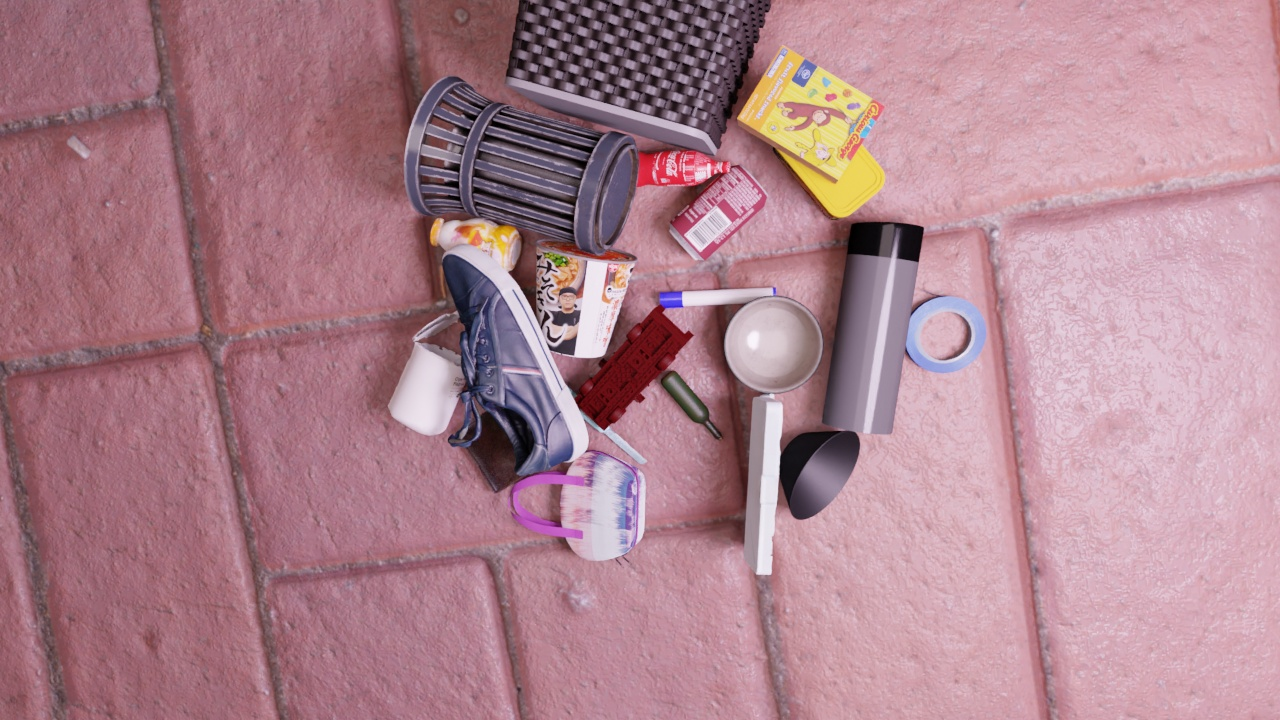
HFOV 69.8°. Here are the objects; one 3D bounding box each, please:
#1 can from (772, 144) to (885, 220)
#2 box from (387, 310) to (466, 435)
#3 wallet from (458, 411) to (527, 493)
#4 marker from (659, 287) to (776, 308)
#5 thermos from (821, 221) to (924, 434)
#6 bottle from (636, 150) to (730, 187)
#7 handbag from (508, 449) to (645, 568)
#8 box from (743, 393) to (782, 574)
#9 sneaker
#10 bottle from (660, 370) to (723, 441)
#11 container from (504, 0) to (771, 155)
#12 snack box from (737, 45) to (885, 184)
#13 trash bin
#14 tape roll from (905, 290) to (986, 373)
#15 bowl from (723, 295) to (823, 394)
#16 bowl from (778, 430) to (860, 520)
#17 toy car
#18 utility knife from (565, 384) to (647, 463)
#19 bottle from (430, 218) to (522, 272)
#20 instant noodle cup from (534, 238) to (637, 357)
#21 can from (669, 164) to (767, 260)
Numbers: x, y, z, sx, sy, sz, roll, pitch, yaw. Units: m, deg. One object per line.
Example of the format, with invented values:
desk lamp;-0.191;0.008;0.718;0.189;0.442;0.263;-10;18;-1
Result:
can;0.212;-0.228;1.056;0.072;0.101;0.131;-39;89;9
box;-0.259;0.008;1.152;0.092;0.081;0.161;28;96;17
wallet;-0.163;0.100;1.172;0.120;0.031;0.099;-34;87;11
marker;0.095;-0.077;1.126;0.141;0.020;0.020;-2;94;8
thermos;0.271;-0.039;1.073;0.082;0.082;0.240;8;96;7
bottle;0.038;-0.229;1.094;0.142;0.041;0.042;4;95;26
handbag;-0.083;0.183;1.154;0.170;0.068;0.144;3;94;14
box;0.142;0.139;1.077;0.043;0.136;0.197;4;95;4
sneaker;-0.183;0.006;1.084;0.127;0.121;0.294;-25;87;-36
bottle;0.066;0.058;1.137;0.025;0.025;0.106;-41;88;9
container;0.008;-0.381;1.004;0.247;0.245;0.244;17;100;6
snack box;0.181;-0.262;0.984;0.126;0.040;0.088;32;98;4
trash bin;-0.129;-0.218;1.060;0.227;0.164;0.164;18;96;11
tape roll;0.362;-0.031;1.094;0.091;0.016;0.093;19;97;6
bowl;0.159;-0.020;1.101;0.115;0.059;0.115;1;95;8
bowl;0.202;0.124;1.098;0.052;0.124;0.124;36;100;37
toy car;-0.007;0.006;1.121;0.070;0.061;0.170;44;119;3
utility knife;-0.057;0.075;1.163;0.168;0.015;0.022;41;111;0
bottle;-0.205;-0.147;1.139;0.109;0.063;0.063;15;96;6
instant noodle cup;-0.074;-0.074;1.106;0.124;0.123;0.122;12;105;6
can;0.092;-0.176;1.096;0.114;0.063;0.063;-42;88;9
